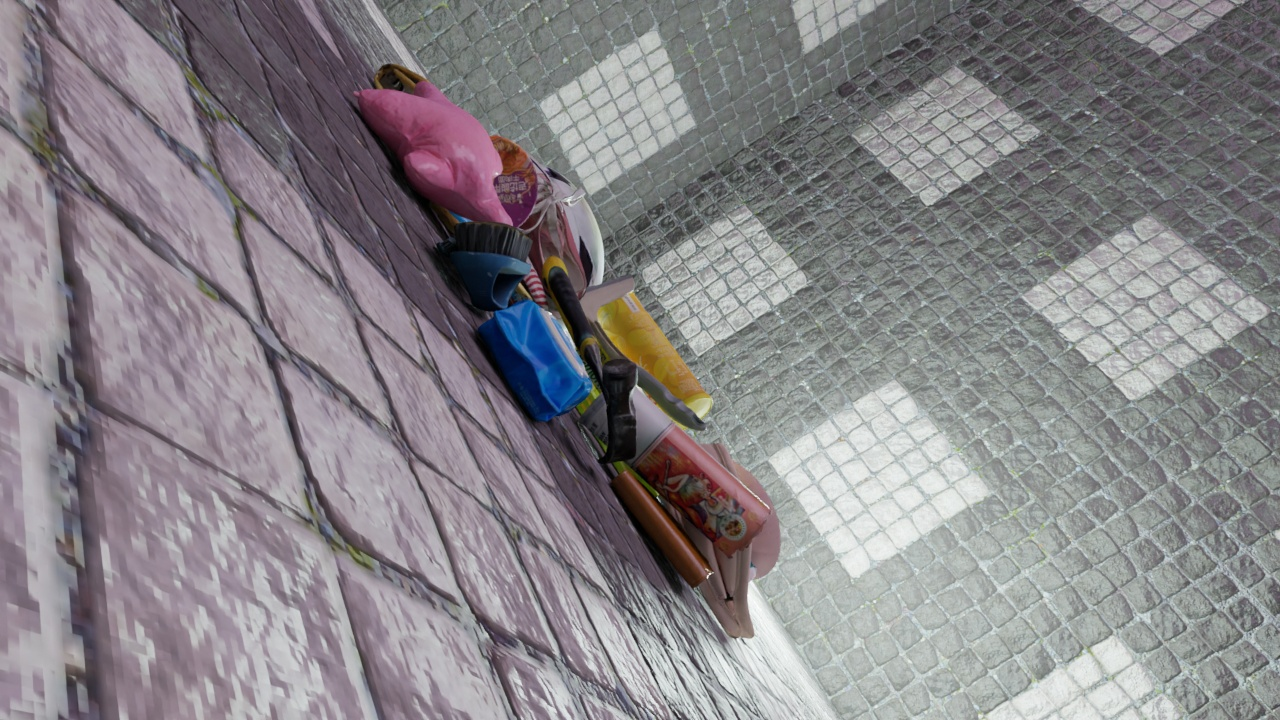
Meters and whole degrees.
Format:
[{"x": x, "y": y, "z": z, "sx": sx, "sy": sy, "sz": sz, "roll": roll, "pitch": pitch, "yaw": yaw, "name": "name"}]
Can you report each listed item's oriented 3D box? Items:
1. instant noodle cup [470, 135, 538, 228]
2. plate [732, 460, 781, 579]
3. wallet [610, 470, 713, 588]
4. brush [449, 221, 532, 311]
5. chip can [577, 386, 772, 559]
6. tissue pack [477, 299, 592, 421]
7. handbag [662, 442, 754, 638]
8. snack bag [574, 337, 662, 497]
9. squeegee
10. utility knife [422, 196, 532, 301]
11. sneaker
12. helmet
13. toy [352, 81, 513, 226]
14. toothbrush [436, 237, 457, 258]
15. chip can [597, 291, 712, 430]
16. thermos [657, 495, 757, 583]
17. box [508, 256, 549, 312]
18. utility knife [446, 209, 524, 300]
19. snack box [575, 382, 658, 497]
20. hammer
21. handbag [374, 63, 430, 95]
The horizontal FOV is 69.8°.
[{"x": -0.181, "y": -0.204, "z": 1.032, "sx": 0.111, "sy": 0.111, "sz": 0.099, "roll": 57, "pitch": -6, "yaw": -32, "name": "instant noodle cup"}, {"x": 0.121, "y": 0.237, "z": 1.347, "sx": 0.193, "sy": 0.038, "sz": 0.193, "roll": 23, "pitch": -58, "yaw": 44, "name": "plate"}, {"x": 0.025, "y": 0.172, "z": 0.936, "sx": 0.130, "sy": 0.035, "sz": 0.119, "roll": 50, "pitch": -5, "yaw": 14, "name": "wallet"}, {"x": -0.125, "y": -0.078, "z": 0.773, "sx": 0.144, "sy": 0.055, "sz": 0.073, "roll": -72, "pitch": 167, "yaw": -86, "name": "brush"}, {"x": 0.037, "y": 0.110, "z": 0.959, "sx": 0.214, "sy": 0.071, "sz": 0.071, "roll": 42, "pitch": 0, "yaw": 3, "name": "chip can"}, {"x": -0.080, "y": -0.001, "z": 0.745, "sx": 0.095, "sy": 0.052, "sz": 0.157, "roll": 57, "pitch": 1, "yaw": 1, "name": "tissue pack"}, {"x": 0.092, "y": 0.230, "z": 1.107, "sx": 0.193, "sy": 0.093, "sz": 0.234, "roll": -107, "pitch": -179, "yaw": -71, "name": "handbag"}, {"x": -0.018, "y": 0.073, "z": 1.257, "sx": 0.158, "sy": 0.068, "sz": 0.246, "roll": 56, "pitch": 1, "yaw": -45, "name": "snack bag"}, {"x": -0.007, "y": 0.007, "z": 1.180, "sx": 0.246, "sy": 0.039, "sz": 0.245, "roll": 47, "pitch": 34, "yaw": 12, "name": "squeegee"}, {"x": -0.158, "y": -0.110, "z": 0.889, "sx": 0.151, "sy": 0.018, "sz": 0.031, "roll": 40, "pitch": 0, "yaw": 6, "name": "utility knife"}, {"x": -0.120, "y": -0.178, "z": 1.134, "sx": 0.241, "sy": 0.118, "sz": 0.088, "roll": 68, "pitch": -31, "yaw": 21, "name": "sneaker"}, {"x": -0.130, "y": -0.173, "z": 1.298, "sx": 0.258, "sy": 0.146, "sz": 0.229, "roll": 57, "pitch": 1, "yaw": 7, "name": "helmet"}, {"x": -0.196, "y": -0.209, "z": 0.878, "sx": 0.178, "sy": 0.075, "sz": 0.194, "roll": 35, "pitch": 25, "yaw": -37, "name": "toy"}, {"x": -0.159, "y": -0.092, "z": 0.854, "sx": 0.016, "sy": 0.018, "sz": 0.191, "roll": 58, "pitch": 1, "yaw": 3, "name": "toothbrush"}, {"x": 0.014, "y": -0.003, "z": 1.268, "sx": 0.213, "sy": 0.072, "sz": 0.072, "roll": 55, "pitch": 0, "yaw": 28, "name": "chip can"}, {"x": 0.081, "y": 0.227, "z": 1.298, "sx": 0.224, "sy": 0.073, "sz": 0.073, "roll": 57, "pitch": 1, "yaw": 18, "name": "thermos"}, {"x": -0.149, "y": -0.095, "z": 1.037, "sx": 0.164, "sy": 0.064, "sz": 0.074, "roll": -122, "pitch": -155, "yaw": -46, "name": "box"}, {"x": -0.161, "y": -0.113, "z": 0.938, "sx": 0.166, "sy": 0.018, "sz": 0.034, "roll": 52, "pitch": -9, "yaw": -5, "name": "utility knife"}, {"x": -0.030, "y": 0.094, "z": 1.076, "sx": 0.156, "sy": 0.026, "sz": 0.086, "roll": 57, "pitch": 1, "yaw": -1, "name": "snack box"}, {"x": -0.056, "y": -0.015, "z": 0.917, "sx": 0.323, "sy": 0.032, "sz": 0.126, "roll": -119, "pitch": -157, "yaw": -55, "name": "hammer"}, {"x": -0.275, "y": -0.309, "z": 1.168, "sx": 0.178, "sy": 0.063, "sz": 0.163, "roll": 53, "pitch": -3, "yaw": 29, "name": "handbag"}]
